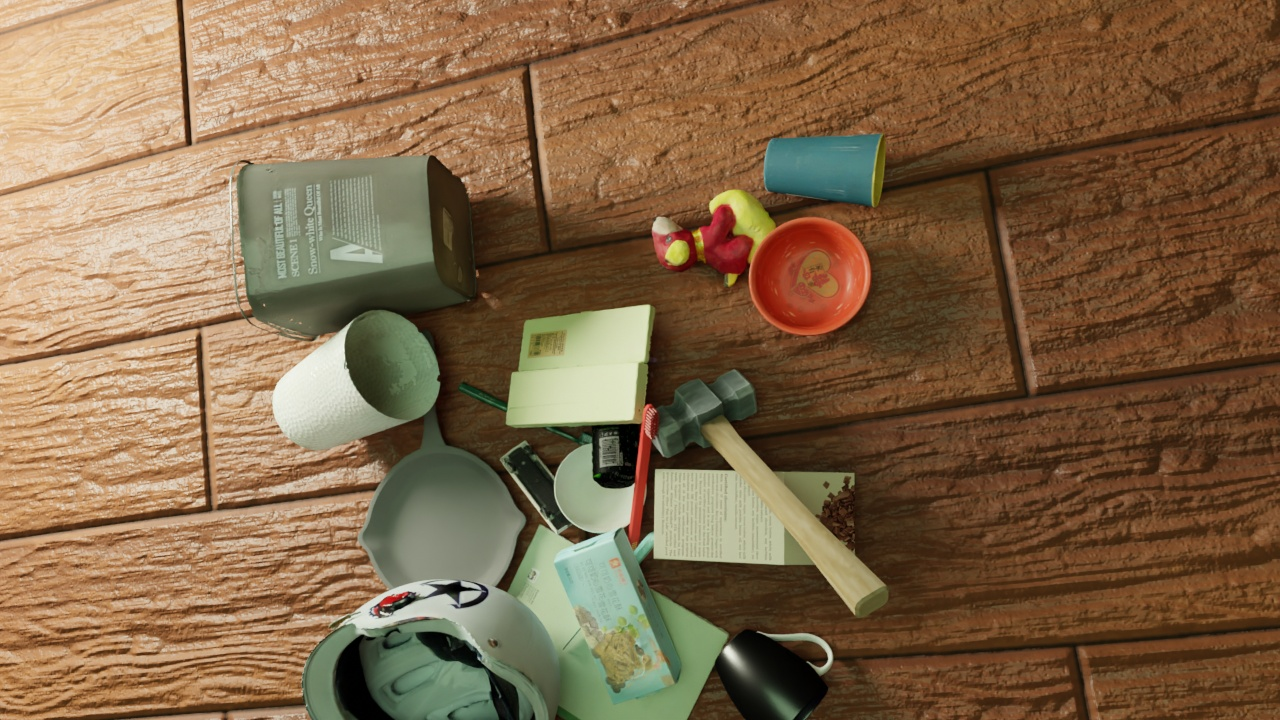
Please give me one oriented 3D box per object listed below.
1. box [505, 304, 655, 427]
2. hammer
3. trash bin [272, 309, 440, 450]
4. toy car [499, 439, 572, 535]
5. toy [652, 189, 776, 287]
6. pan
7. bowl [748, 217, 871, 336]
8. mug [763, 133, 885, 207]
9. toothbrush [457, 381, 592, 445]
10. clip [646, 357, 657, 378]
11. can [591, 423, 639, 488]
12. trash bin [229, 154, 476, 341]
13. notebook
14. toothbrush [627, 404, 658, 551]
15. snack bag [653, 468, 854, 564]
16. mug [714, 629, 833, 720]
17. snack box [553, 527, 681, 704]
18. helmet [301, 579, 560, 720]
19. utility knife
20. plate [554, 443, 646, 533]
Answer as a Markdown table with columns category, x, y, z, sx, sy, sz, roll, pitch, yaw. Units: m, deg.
| category | x | y | z | sx | sy | sz | roll | pitch | yaw |
| --- | --- | --- | --- | --- | --- | --- | --- | --- | --- |
| box | -0.069 | 0.008 | 1.031 | 0.187 | 0.024 | 0.137 | -3 | 69 | 36 |
| hammer | 0.126 | 0.125 | 0.899 | 0.117 | 0.051 | 0.323 | -26 | 41 | -14 |
| trash bin | -0.339 | 0.032 | 1.073 | 0.162 | 0.133 | 0.133 | -24 | 78 | 32 |
| toy car | -0.115 | 0.148 | 1.063 | 0.039 | 0.039 | 0.113 | -36 | 74 | -16 |
| toy | 0.085 | -0.133 | 1.033 | 0.137 | 0.067 | 0.105 | -16 | 83 | 0 |
| pan | -0.243 | 0.139 | 1.103 | 0.217 | 0.024 | 0.354 | -9 | 83 | 14 |
| bowl | 0.186 | -0.088 | 1.004 | 0.131 | 0.045 | 0.130 | -2 | 84 | 14 |
| mug | 0.200 | -0.210 | 1.002 | 0.121 | 0.078 | 0.078 | 7 | 86 | 20 |
| toothbrush | -0.133 | 0.064 | 1.087 | 0.190 | 0.016 | 0.017 | 22 | 92 | 16 |
| clip | -0.002 | -0.001 | 1.063 | 0.046 | 0.014 | 0.050 | -36 | 79 | 8 |
| can | -0.028 | 0.073 | 1.026 | 0.054 | 0.054 | 0.137 | -7 | 68 | 14 |
| trash bin | -0.324 | -0.137 | 1.077 | 0.220 | 0.197 | 0.197 | -7 | 83 | 7 |
| notebook | -0.049 | 0.326 | 1.041 | 0.253 | 0.010 | 0.182 | 26 | 91 | 16 |
| toothbrush | 0.001 | 0.144 | 0.992 | 0.018 | 0.012 | 0.213 | 40 | 131 | 49 |
| snack bag | 0.123 | 0.166 | 0.981 | 0.206 | 0.070 | 0.094 | -1 | 84 | 14 |
| mug | 0.143 | 0.325 | 0.962 | 0.118 | 0.085 | 0.100 | -37 | 60 | -22 |
| snack box | -0.024 | 0.274 | 0.989 | 0.075 | 0.053 | 0.174 | -22 | 93 | 11 |
| helmet | -0.212 | 0.333 | 0.989 | 0.264 | 0.163 | 0.237 | -2 | 110 | 12 |
| utility knife | -0.036 | 0.259 | 1.027 | 0.015 | 0.022 | 0.177 | 42 | 99 | 17 |
| plate | -0.046 | 0.146 | 1.040 | 0.104 | 0.026 | 0.104 | 3 | 68 | -7 |
